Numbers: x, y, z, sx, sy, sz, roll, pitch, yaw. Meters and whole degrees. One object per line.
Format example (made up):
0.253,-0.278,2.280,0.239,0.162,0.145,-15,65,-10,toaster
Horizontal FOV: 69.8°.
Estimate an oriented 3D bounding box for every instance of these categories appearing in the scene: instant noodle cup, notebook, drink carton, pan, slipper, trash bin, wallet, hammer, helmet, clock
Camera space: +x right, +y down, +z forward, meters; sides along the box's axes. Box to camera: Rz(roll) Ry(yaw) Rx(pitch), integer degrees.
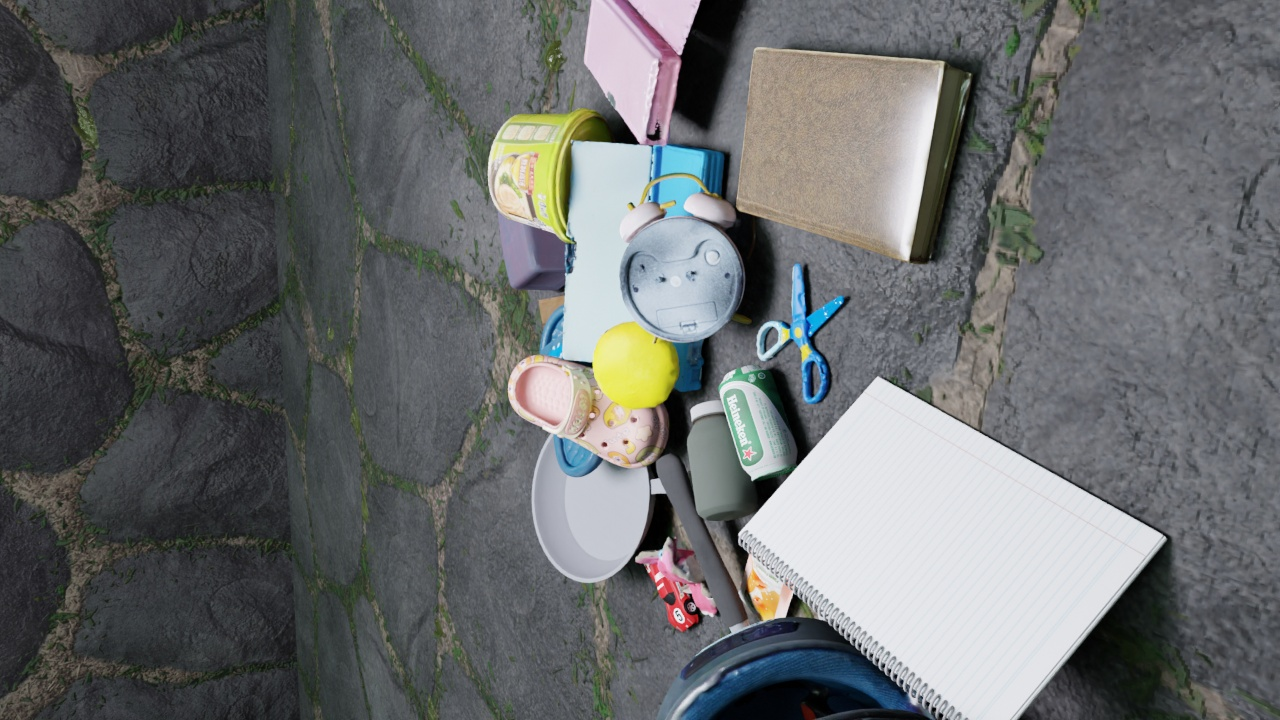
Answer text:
-0.098,-0.207,1.016,0.098,0.145,0.146,13,109,22,instant noodle cup
0.201,0.128,0.653,0.178,0.013,0.246,-48,41,-5,notebook
0.124,0.207,0.877,0.069,0.038,0.122,48,139,43,drink carton
0.000,0.144,1.029,0.358,0.050,0.200,-14,73,42,pan
-0.064,0.049,0.989,0.197,0.081,0.093,23,94,20,slipper
-0.120,-0.174,1.132,0.094,0.092,0.160,-26,70,56,trash bin
0.157,-0.155,0.754,0.215,0.034,0.190,33,123,50,notebook
-0.090,-0.036,1.166,0.121,0.026,0.098,-2,97,56,wallet
-0.087,0.033,1.080,0.104,0.059,0.213,-26,62,40,slipper
0.085,0.237,0.903,0.310,0.029,0.125,66,150,14,hammer
0.117,0.308,0.672,0.316,0.249,0.235,60,-174,-40,helmet
0.039,-0.097,0.868,0.117,0.058,0.158,-9,100,16,clock

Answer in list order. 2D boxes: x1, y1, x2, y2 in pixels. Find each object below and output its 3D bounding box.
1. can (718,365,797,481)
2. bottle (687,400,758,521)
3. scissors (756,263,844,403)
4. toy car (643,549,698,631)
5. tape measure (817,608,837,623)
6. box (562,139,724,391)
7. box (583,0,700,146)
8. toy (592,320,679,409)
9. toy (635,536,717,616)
0.109,0.057,0.848,0.053,0.053,0.101,-37,64,53,can
0.077,0.096,0.883,0.060,0.060,0.108,-37,54,53,bottle
0.141,-0.024,0.825,0.127,0.015,0.125,6,102,54,scissors
0.034,0.256,1.025,0.038,0.025,0.089,-52,53,47,toy car
0.186,0.240,0.796,0.064,0.016,0.065,-23,76,57,tape measure
0.007,-0.104,0.964,0.170,0.071,0.244,14,110,27,box
-0.003,-0.341,0.921,0.232,0.039,0.179,-117,35,-50,box
-0.006,0.005,0.935,0.094,0.041,0.096,48,119,3,toy
0.051,0.226,0.978,0.102,0.050,0.066,49,146,-9,toy
